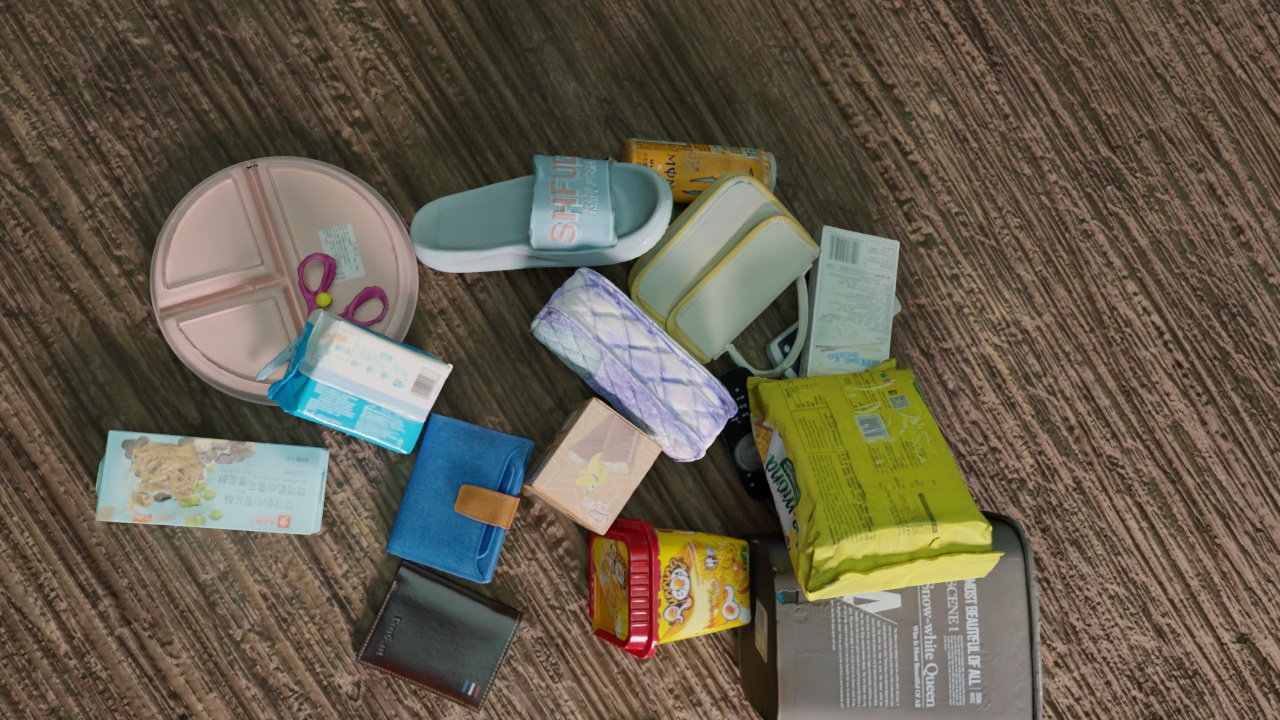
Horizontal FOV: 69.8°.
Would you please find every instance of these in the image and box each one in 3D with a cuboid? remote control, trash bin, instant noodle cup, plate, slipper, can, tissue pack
[{"bbox_3d":[0.104,0.070,0.892,0.053,0.024,0.136,-22,103,-14],"label":"remote control"},{"bbox_3d":[0.196,-0.033,0.931,0.149,0.021,0.058,-38,93,-14],"label":"remote control"},{"bbox_3d":[0.209,0.235,0.825,0.219,0.199,0.199,0,84,-7],"label":"trash bin"},{"bbox_3d":[0.028,0.200,0.829,0.123,0.116,0.116,2,83,-24],"label":"instant noodle cup"},{"bbox_3d":[-0.316,-0.074,0.819,0.229,0.028,0.229,2,83,-13],"label":"plate"},{"bbox_3d":[-0.092,-0.136,0.809,0.246,0.074,0.103,-6,55,11],"label":"slipper"},{"bbox_3d":[0.055,-0.182,0.895,0.146,0.058,0.058,2,84,-12],"label":"can"},{"bbox_3d":[-0.236,0.019,0.787,0.140,0.063,0.090,27,88,-37],"label":"tissue pack"}]

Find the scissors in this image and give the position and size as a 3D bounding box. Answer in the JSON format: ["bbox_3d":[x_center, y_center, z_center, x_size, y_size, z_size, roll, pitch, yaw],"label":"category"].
[{"bbox_3d":[-0.275,-0.023,0.802,0.105,0.017,0.136,15,86,-17],"label":"scissors"}]

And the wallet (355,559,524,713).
[{"bbox_3d":[-0.179,0.247,0.821,0.122,0.020,0.096,26,80,-7],"label":"wallet"}]

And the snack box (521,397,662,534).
[{"bbox_3d":[-0.046,0.095,0.827,0.077,0.093,0.094,36,77,-7],"label":"snack box"}]

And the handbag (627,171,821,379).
[{"bbox_3d":[0.096,-0.067,0.867,0.178,0.063,0.163,43,101,-11],"label":"handbag"}]

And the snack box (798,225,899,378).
[{"bbox_3d":[0.207,-0.050,0.908,0.084,0.027,0.156,10,82,-12],"label":"snack box"}]

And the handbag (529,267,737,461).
[{"bbox_3d":[-0.005,0.005,0.824,0.194,0.134,0.075,44,73,-5],"label":"handbag"}]

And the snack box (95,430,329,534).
[{"bbox_3d":[-0.358,0.104,0.778,0.174,0.052,0.074,6,82,-11],"label":"snack box"}]

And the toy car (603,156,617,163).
[{"bbox_3d":[-0.040,-0.151,0.880,0.035,0.042,0.090,19,82,-22],"label":"toy car"}]

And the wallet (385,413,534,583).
[{"bbox_3d":[-0.160,0.122,0.816,0.106,0.040,0.133,15,81,14],"label":"wallet"}]

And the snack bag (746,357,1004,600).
[{"bbox_3d":[0.189,0.088,0.782,0.158,0.246,0.068,-7,130,-3],"label":"snack bag"}]
